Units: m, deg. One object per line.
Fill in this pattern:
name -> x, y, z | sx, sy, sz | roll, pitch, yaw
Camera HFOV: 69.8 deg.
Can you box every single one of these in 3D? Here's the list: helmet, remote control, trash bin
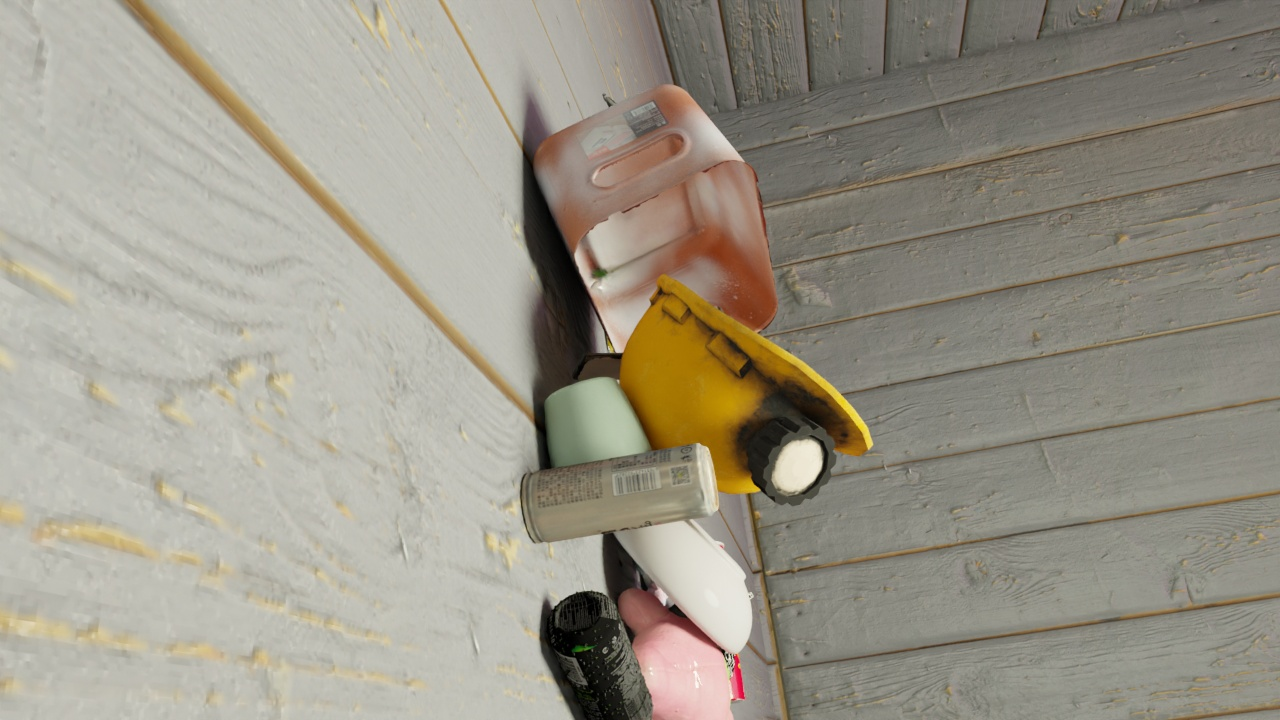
helmet -> 0.060, 0.044, 0.792 | 0.205, 0.131, 0.255 | 44, -4, -32
remote control -> -0.005, 0.005, 0.920 | 0.013, 0.136, 0.033 | 59, -47, 35
trash bin -> 0.016, -0.123, 0.929 | 0.157, 0.181, 0.260 | 62, -3, 37

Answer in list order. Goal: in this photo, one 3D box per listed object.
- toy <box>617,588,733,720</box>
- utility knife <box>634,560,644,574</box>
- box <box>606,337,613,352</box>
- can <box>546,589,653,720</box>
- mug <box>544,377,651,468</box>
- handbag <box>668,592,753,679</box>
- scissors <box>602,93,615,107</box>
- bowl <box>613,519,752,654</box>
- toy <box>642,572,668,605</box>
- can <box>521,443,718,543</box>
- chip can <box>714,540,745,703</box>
toy -> 0.027, 0.300, 0.854 | 0.236, 0.097, 0.191 | 45, 25, -60
utility knife -> -0.019, 0.156, 0.991 | 0.022, 0.015, 0.177 | -46, 127, -48
box -> -0.003, -0.023, 1.205 | 0.067, 0.070, 0.210 | 59, 4, 14
can -> -0.028, 0.230, 0.682 | 0.053, 0.054, 0.138 | -89, 166, -53
mug -> -0.032, 0.075, 0.761 | 0.111, 0.084, 0.104 | 41, 30, -74
handbag -> 0.088, 0.352, 1.111 | 0.154, 0.115, 0.125 | 58, 24, -79
scissors -> 0.008, -0.217, 1.011 | 0.201, 0.204, 0.015 | 37, 62, -31
bowl -> 0.054, 0.208, 0.924 | 0.176, 0.066, 0.176 | 45, -5, 4
toy -> 0.022, 0.242, 1.068 | 0.122, 0.038, 0.079 | -89, 173, -45
can -> -0.014, 0.097, 0.666 | 0.054, 0.136, 0.054 | -10, 89, -81
chip can -> 0.101, 0.376, 1.317 | 0.069, 0.069, 0.220 | 62, 19, -63
